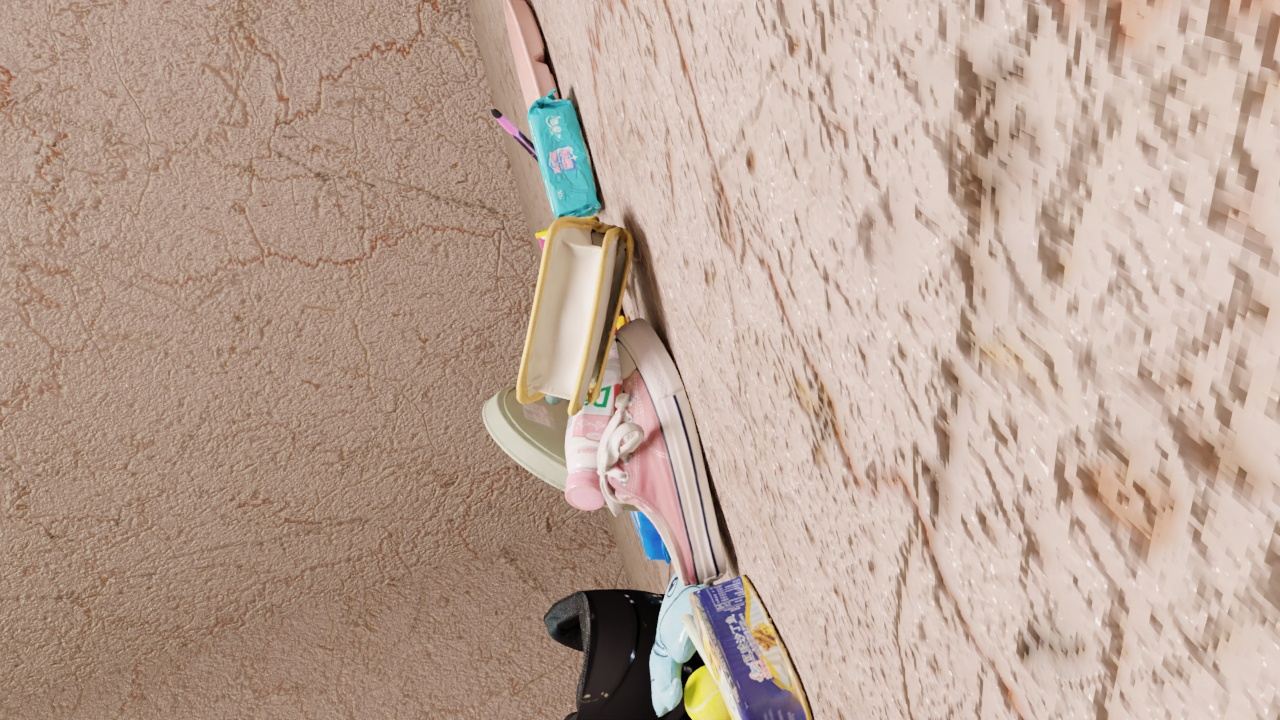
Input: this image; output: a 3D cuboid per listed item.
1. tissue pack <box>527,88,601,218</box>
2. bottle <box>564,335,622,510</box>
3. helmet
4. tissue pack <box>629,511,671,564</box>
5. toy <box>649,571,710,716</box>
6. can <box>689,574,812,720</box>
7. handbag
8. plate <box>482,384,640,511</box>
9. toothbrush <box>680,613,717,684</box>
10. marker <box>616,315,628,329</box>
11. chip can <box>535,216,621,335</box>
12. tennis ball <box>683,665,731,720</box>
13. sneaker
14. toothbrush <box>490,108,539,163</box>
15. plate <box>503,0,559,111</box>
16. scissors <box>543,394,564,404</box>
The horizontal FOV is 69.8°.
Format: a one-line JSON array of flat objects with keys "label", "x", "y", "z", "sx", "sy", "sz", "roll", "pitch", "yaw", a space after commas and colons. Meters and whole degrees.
[{"label": "tissue pack", "x": -0.081, "y": -0.210, "z": 0.951, "sx": 0.093, "sy": 0.050, "sz": 0.133, "roll": -123, "pitch": 18, "yaw": -77}, {"label": "bottle", "x": -0.039, "y": 0.061, "z": 0.920, "sx": 0.196, "sy": 0.068, "sz": 0.068, "roll": -81, "pitch": -15, "yaw": -46}, {"label": "helmet", "x": -0.010, "y": 0.413, "z": 1.146, "sx": 0.233, "sy": 0.230, "sz": 0.275, "roll": -91, "pitch": -8, "yaw": -53}, {"label": "tissue pack", "x": 0.013, "y": 0.167, "z": 1.105, "sx": 0.157, "sy": 0.052, "sz": 0.095, "roll": -120, "pitch": 16, "yaw": -65}, {"label": "toy", "x": 0.043, "y": 0.291, "z": 0.992, "sx": 0.161, "sy": 0.050, "sz": 0.157, "roll": -86, "pitch": 18, "yaw": -57}, {"label": "can", "x": 0.081, "y": 0.230, "z": 0.703, "sx": 0.148, "sy": 0.049, "sz": 0.075, "roll": -117, "pitch": 12, "yaw": -58}, {"label": "handbag", "x": -0.042, "y": -0.043, "z": 0.824, "sx": 0.178, "sy": 0.063, "sz": 0.163, "roll": -34, "pitch": -41, "yaw": -73}, {"label": "plate", "x": -0.063, "y": 0.089, "z": 1.010, "sx": 0.027, "sy": 0.230, "sz": 0.230, "roll": -63, "pitch": 21, "yaw": 14}, {"label": "toothbrush", "x": 0.089, "y": 0.335, "z": 0.903, "sx": 0.189, "sy": 0.020, "sz": 0.029, "roll": 59, "pitch": 174, "yaw": 23}, {"label": "marker", "x": -0.006, "y": 0.006, "z": 1.033, "sx": 0.018, "sy": 0.015, "sz": 0.124, "roll": -117, "pitch": 10, "yaw": -65}, {"label": "chip can", "x": -0.057, "y": -0.054, "z": 1.054, "sx": 0.071, "sy": 0.071, "sz": 0.210, "roll": -133, "pitch": 27, "yaw": -76}, {"label": "tennis ball", "x": 0.078, "y": 0.355, "z": 0.969, "sx": 0.065, "sy": 0.065, "sz": 0.065, "roll": 162, "pitch": 91, "yaw": -84}, {"label": "sneaker", "x": 0.004, "y": 0.083, "z": 0.801, "sx": 0.118, "sy": 0.088, "sz": 0.241, "roll": 110, "pitch": 146, "yaw": -79}, {"label": "toothbrush", "x": -0.109, "y": -0.224, "z": 1.010, "sx": 0.189, "sy": 0.014, "sz": 0.017, "roll": 39, "pitch": -143, "yaw": -55}, {"label": "plate", "x": -0.123, "y": -0.326, "z": 1.113, "sx": 0.229, "sy": 0.028, "sz": 0.229, "roll": 162, "pitch": 91, "yaw": -84}, {"label": "scissors", "x": -0.061, "y": -0.029, "z": 0.913, "sx": 0.176, "sy": 0.019, "sz": 0.172, "roll": -49, "pitch": -27, "yaw": -57}]
